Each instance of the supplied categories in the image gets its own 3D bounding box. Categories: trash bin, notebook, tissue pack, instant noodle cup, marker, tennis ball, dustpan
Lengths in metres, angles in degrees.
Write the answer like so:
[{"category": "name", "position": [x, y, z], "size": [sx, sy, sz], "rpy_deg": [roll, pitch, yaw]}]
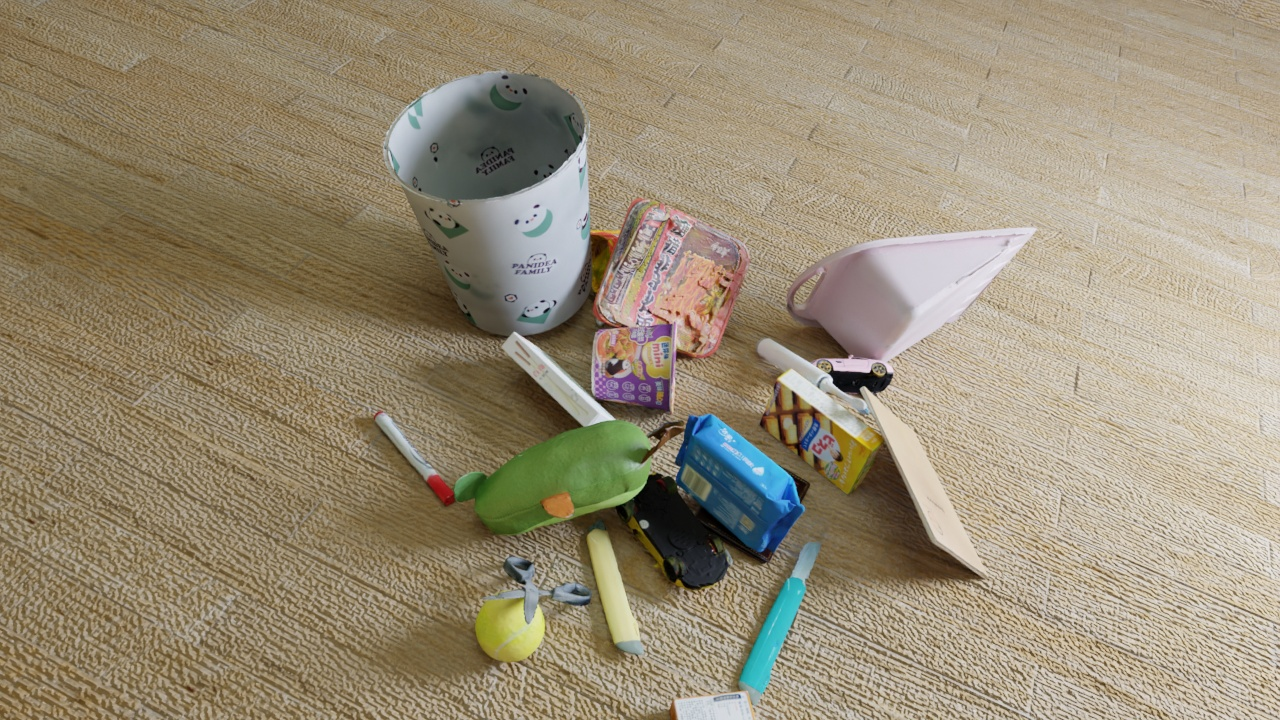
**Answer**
[{"category": "trash bin", "position": [-0.162, -0.176, 1.113], "size": [0.229, 0.252, 0.229], "rpy_deg": [-3, 52, 3]}, {"category": "notebook", "position": [0.320, 0.136, 1.041], "size": [0.147, 0.008, 0.207], "rpy_deg": [34, 29, -41]}, {"category": "tissue pack", "position": [0.103, 0.131, 0.985], "size": [0.157, 0.095, 0.052], "rpy_deg": [40, 49, 22]}, {"category": "instant noodle cup", "position": [-0.007, 0.006, 1.102], "size": [0.099, 0.112, 0.111], "rpy_deg": [2, 47, 2]}, {"category": "marker", "position": [-0.252, 0.106, 1.018], "size": [0.017, 0.017, 0.145], "rpy_deg": [-30, 59, -32]}, {"category": "instant noodle cup", "position": [0.035, -0.104, 1.173], "size": [0.188, 0.164, 0.079], "rpy_deg": [21, 2, -25]}, {"category": "tennis ball", "position": [-0.124, 0.253, 0.872], "size": [0.065, 0.066, 0.065], "rpy_deg": [5, 47, -6]}, {"category": "dustpan", "position": [0.335, -0.105, 1.190], "size": [0.272, 0.223, 0.139], "rpy_deg": [-30, 71, -24]}]

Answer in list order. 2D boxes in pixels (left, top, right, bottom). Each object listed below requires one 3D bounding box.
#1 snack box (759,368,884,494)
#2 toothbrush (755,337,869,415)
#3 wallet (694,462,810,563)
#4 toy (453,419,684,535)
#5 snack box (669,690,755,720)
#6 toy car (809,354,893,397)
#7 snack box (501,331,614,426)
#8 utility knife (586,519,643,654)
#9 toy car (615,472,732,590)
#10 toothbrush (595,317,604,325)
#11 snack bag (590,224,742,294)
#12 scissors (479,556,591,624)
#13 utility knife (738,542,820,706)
[{"category": "snack box", "position": [0.211, 0.083, 1.080], "size": [0.140, 0.087, 0.033], "rpy_deg": [38, 51, 22]}, {"category": "toothbrush", "position": [0.207, 0.018, 1.117], "size": [0.026, 0.026, 0.221], "rpy_deg": [-46, 32, -3]}, {"category": "wallet", "position": [0.126, 0.162, 1.039], "size": [0.096, 0.020, 0.122], "rpy_deg": [27, 51, 14]}, {"category": "toy", "position": [-0.064, 0.117, 0.955], "size": [0.247, 0.227, 0.090], "rpy_deg": [-21, 95, 5]}, {"category": "snack box", "position": [0.077, 0.377, 0.822], "size": [0.075, 0.026, 0.153], "rpy_deg": [-2, 47, -12]}, {"category": "toy car", "position": [0.262, 0.018, 1.173], "size": [0.122, 0.056, 0.037], "rpy_deg": [3, 51, -8]}, {"category": "snack box", "position": [-0.090, 0.032, 1.074], "size": [0.157, 0.084, 0.027], "rpy_deg": [41, 90, 26]}, {"category": "utility knife", "position": [-0.029, 0.230, 0.946], "size": [0.031, 0.018, 0.164], "rpy_deg": [-2, 49, -19]}, {"category": "toy car", "position": [0.031, 0.184, 0.982], "size": [0.071, 0.041, 0.156], "rpy_deg": [-23, 54, -28]}, {"category": "toothbrush", "position": [-0.045, -0.117, 1.265], "size": [0.016, 0.018, 0.190], "rpy_deg": [8, 47, -2]}, {"category": "snack bag", "position": [0.031, -0.135, 1.260], "size": [0.207, 0.073, 0.128], "rpy_deg": [-3, 57, -29]}, {"category": "scissors", "position": [-0.103, 0.220, 0.873], "size": [0.159, 0.014, 0.175], "rpy_deg": [21, 2, -33]}, {"category": "utility knife", "position": [0.147, 0.265, 0.949], "size": [0.029, 0.013, 0.204], "rpy_deg": [25, 50, 15]}]
